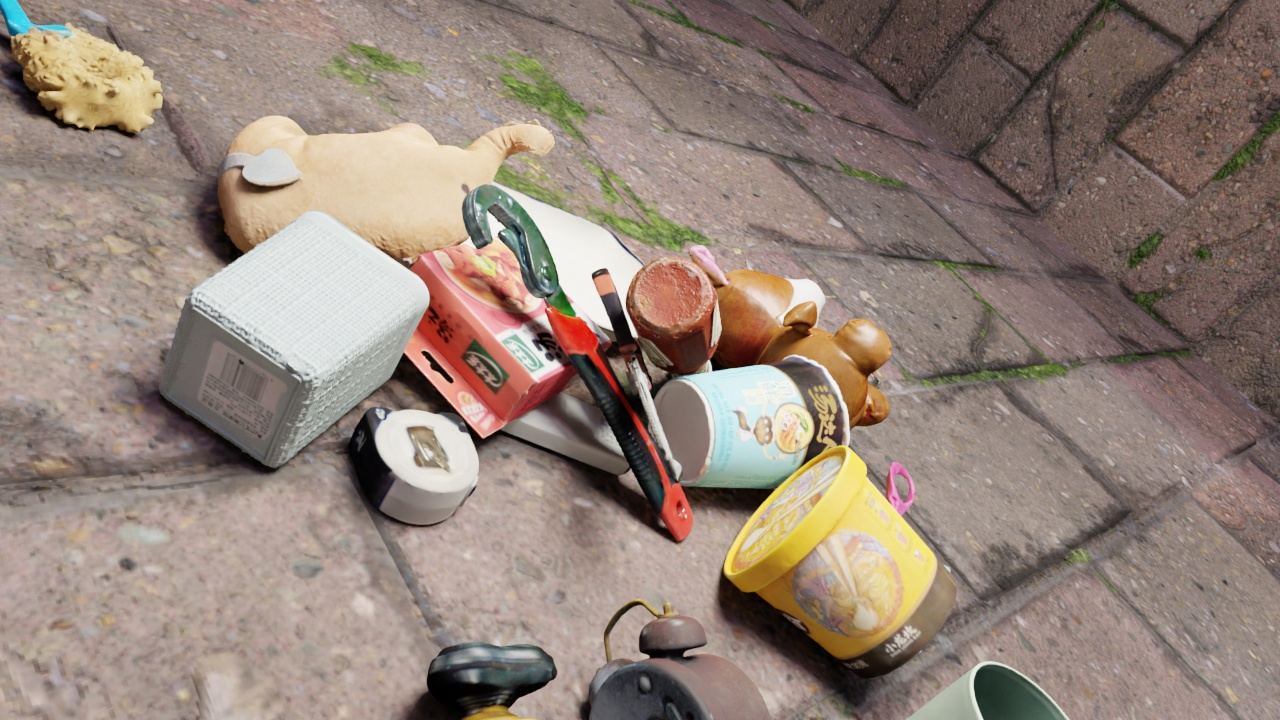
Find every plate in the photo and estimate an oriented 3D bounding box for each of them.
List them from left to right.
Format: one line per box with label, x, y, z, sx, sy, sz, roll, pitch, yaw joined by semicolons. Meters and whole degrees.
plate;-0.100;-0.085;0.761;0.265;0.034;0.161;18;35;-28

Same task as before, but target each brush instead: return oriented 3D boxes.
brush;-0.432;-0.248;0.630;0.254;0.046;0.083;45;34;5

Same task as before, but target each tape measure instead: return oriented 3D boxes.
tape measure;-0.127;0.060;0.526;0.065;0.034;0.066;4;41;-40

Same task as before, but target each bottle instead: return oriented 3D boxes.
bottle;0.031;-0.016;0.686;0.060;0.059;0.206;45;-5;16

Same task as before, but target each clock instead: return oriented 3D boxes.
clock;0.014;0.177;0.455;0.055;0.082;0.122;6;41;-48

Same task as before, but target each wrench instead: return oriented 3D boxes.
wrench;-0.031;0.007;0.592;0.273;0.016;0.056;59;32;-21

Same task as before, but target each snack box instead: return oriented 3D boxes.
snack box;-0.095;-0.022;0.605;0.113;0.044;0.126;46;30;6

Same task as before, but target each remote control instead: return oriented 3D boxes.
remote control;-0.062;0.039;0.634;0.125;0.024;0.049;24;31;-21

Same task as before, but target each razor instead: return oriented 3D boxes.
razor;-0.037;0.197;0.403;0.067;0.062;0.167;-28;69;-25

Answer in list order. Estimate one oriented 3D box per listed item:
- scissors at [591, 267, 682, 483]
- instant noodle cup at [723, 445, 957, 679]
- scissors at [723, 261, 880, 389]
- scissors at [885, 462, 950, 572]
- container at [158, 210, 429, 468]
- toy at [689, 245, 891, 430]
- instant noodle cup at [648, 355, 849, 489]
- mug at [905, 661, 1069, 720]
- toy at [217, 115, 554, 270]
scissors;0.001;0.015;0.621;0.199;0.015;0.204;68;1;-71
instant noodle cup;0.136;0.137;0.612;0.114;0.119;0.118;44;29;-1
scissors;0.163;-0.028;0.967;0.221;0.022;0.227;30;30;-12
scissors;0.192;0.135;0.726;0.133;0.017;0.134;28;54;-11
container;-0.192;-0.011;0.508;0.090;0.090;0.111;34;33;-2
toy;0.126;-0.021;0.803;0.200;0.140;0.130;33;63;34
instant noodle cup;0.075;0.052;0.687;0.120;0.111;0.111;-1;45;-36
mug;0.197;0.240;0.526;0.111;0.107;0.082;21;32;-24
toy;-0.169;-0.117;0.630;0.225;0.083;0.143;-5;62;-14
